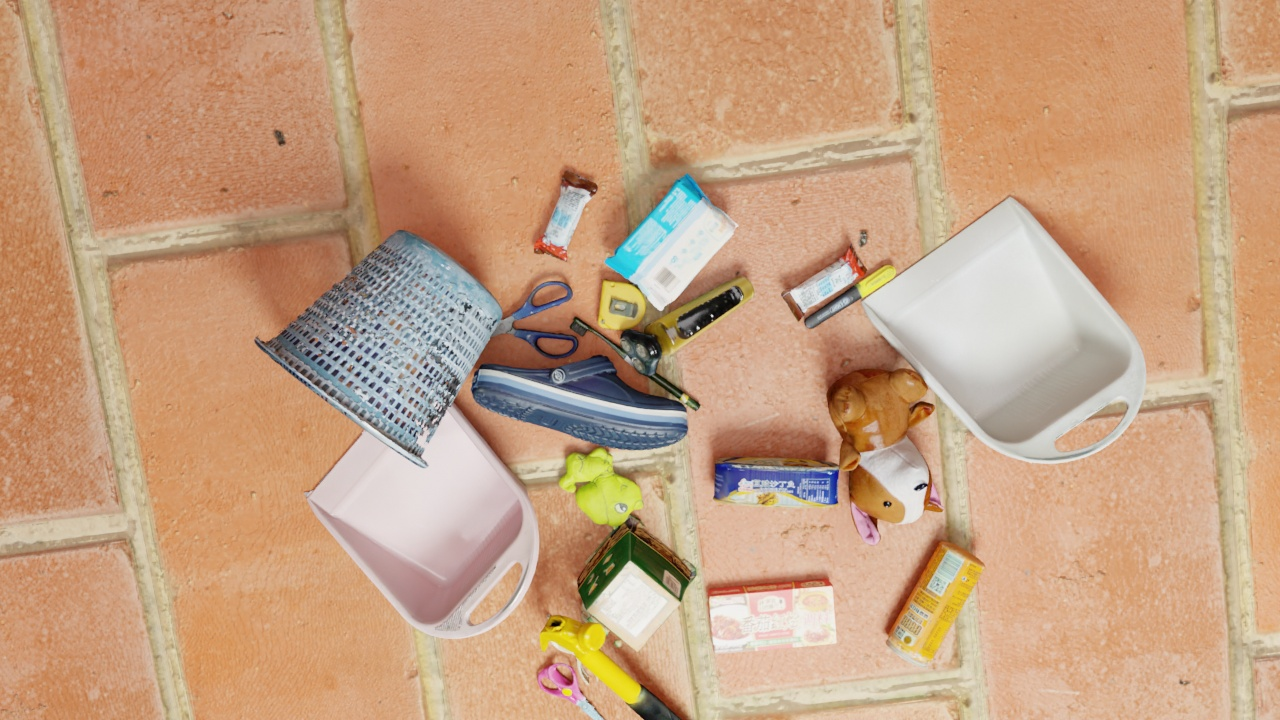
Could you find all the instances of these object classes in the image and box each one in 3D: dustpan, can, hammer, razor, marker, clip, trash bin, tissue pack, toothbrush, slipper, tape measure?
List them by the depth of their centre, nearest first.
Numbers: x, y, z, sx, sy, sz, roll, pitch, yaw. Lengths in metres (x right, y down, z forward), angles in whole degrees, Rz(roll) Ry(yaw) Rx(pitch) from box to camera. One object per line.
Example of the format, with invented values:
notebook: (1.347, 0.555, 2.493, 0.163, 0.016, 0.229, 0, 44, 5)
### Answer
trash bin: (-0.265, -0.024, 1.005, 0.226, 0.227, 0.195, 38, 79, -4)
dustpan: (0.426, -0.020, 1.034, 0.223, 0.142, 0.258, -36, 96, 3)
dustpan: (-0.241, 0.176, 1.056, 0.273, 0.138, 0.222, 38, 95, -5)
tissue pack: (0.037, -0.137, 1.058, 0.090, 0.063, 0.140, 41, 96, -6)
slipper: (-0.067, 0.040, 1.067, 0.253, 0.105, 0.095, 13, 74, -5)
razor: (0.058, -0.045, 1.072, 0.167, 0.067, 0.062, -31, 96, -3)
tape measure: (-0.022, -0.064, 1.084, 0.057, 0.029, 0.060, 7, 97, -2)
can: (0.160, 0.144, 1.085, 0.148, 0.074, 0.049, 2, 93, 1)
hammer: (-0.008, 0.394, 1.085, 0.301, 0.129, 0.032, 48, 57, -24)
marker: (0.248, -0.075, 1.089, 0.124, 0.015, 0.018, -33, 99, 5)
toothbrush: (-0.006, 0.006, 1.100, 0.186, 0.012, 0.017, 35, 101, -4)
can: (0.356, 0.294, 1.109, 0.058, 0.058, 0.146, 27, 96, -3)
clip: (-0.068, 0.342, 1.127, 0.102, 0.035, 0.094, 44, 96, -9)

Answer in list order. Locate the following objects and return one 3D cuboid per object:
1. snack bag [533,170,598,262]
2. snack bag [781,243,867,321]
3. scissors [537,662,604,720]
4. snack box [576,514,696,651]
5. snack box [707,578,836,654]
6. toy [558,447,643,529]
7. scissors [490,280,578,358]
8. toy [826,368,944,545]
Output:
snack bag: (-0.088, -0.167, 1.074, 0.045, 0.026, 0.105, 24, 95, 6)
snack bag: (0.217, -0.091, 1.081, 0.104, 0.026, 0.048, -35, 118, 5)
scissors: (-0.073, 0.429, 1.146, 0.054, 0.017, 0.133, -40, 99, 19)
snack box: (-0.005, 0.271, 1.083, 0.118, 0.105, 0.117, 40, 94, -5)
snack box: (0.161, 0.314, 1.127, 0.153, 0.025, 0.075, -5, 97, 1)
toy: (-0.048, 0.155, 1.108, 0.097, 0.031, 0.100, -11, 93, 5)
scissors: (-0.151, -0.048, 1.089, 0.166, 0.012, 0.155, 29, 96, 3)
toy: (0.288, 0.108, 1.063, 0.140, 0.130, 0.200, -16, 105, -12)
